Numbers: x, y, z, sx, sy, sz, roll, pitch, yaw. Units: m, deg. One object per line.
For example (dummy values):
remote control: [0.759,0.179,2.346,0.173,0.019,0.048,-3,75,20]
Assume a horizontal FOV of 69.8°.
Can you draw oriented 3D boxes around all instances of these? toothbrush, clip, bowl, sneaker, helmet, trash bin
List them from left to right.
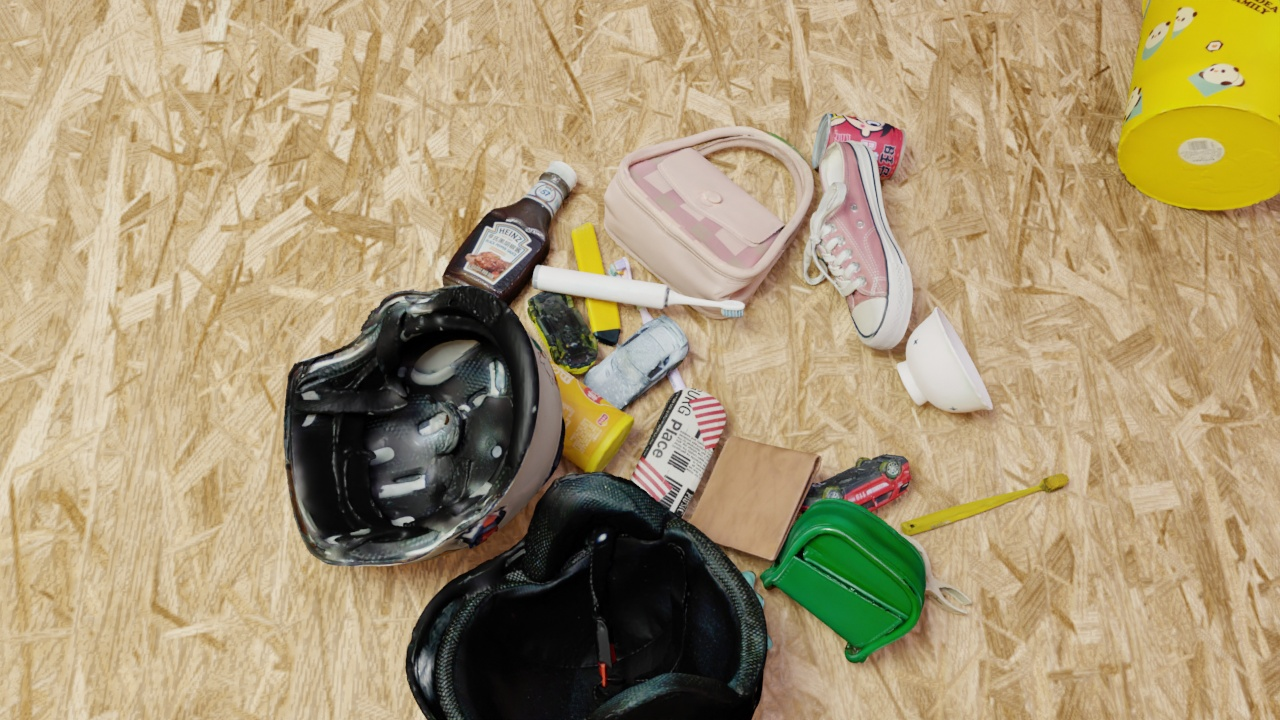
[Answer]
helmet: [-0.172,0.067,0.806,0.274,0.156,0.230,-29,65,15]
helmet: [-0.035,0.243,0.726,0.274,0.231,0.233,-11,38,-7]
toothbrush: [-0.003,-0.070,0.946,0.221,0.026,0.026,9,47,8]
toothbrush: [0.014,-0.025,0.966,0.021,0.029,0.189,-3,61,-50]
sneaker: [0.220,-0.126,0.982,0.087,0.118,0.240,-2,74,-21]
clip: [0.260,0.217,0.880,0.095,0.035,0.102,-31,80,-23]
bowl: [0.307,0.011,0.953,0.065,0.118,0.118,-29,67,23]
toothbrush: [0.351,0.145,0.931,0.190,0.017,0.015,-14,68,-13]
trash bin: [0.693,-0.334,1.086,0.229,0.230,0.254,24,71,4]

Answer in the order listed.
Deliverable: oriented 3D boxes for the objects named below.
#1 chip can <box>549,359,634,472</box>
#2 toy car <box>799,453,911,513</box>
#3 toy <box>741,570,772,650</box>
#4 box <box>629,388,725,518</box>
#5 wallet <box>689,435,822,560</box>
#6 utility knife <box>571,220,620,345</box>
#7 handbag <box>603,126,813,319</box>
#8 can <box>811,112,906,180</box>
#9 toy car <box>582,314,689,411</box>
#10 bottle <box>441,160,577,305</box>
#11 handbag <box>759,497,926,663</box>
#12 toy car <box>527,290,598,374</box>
chip can: [-0.111,0.026,0.899,0.213,0.072,0.072,35,66,9]
toy car: [0.211,0.128,0.902,0.120,0.053,0.045,-18,94,-19]
toy: [0.078,0.236,0.851,0.091,0.030,0.096,-29,78,-16]
box: [0.030,0.102,0.900,0.069,0.052,0.164,24,69,14]
wallet: [0.107,0.130,0.878,0.101,0.020,0.115,11,61,39]
utility knife: [-0.048,-0.084,0.987,0.033,0.015,0.156,-6,66,-16]
handbag: [0.095,-0.176,1.017,0.193,0.094,0.233,44,61,12]
can: [0.254,-0.247,1.068,0.094,0.067,0.066,10,65,-2]
toy car: [-0.005,0.005,0.931,0.120,0.037,0.054,-40,75,-4]
bottle: [-0.131,-0.137,0.985,0.080,0.044,0.194,28,65,9]
handbag: [0.186,0.200,0.840,0.131,0.120,0.067,39,28,6]
toy car: [-0.081,-0.029,0.949,0.048,0.032,0.105,-19,58,-20]
